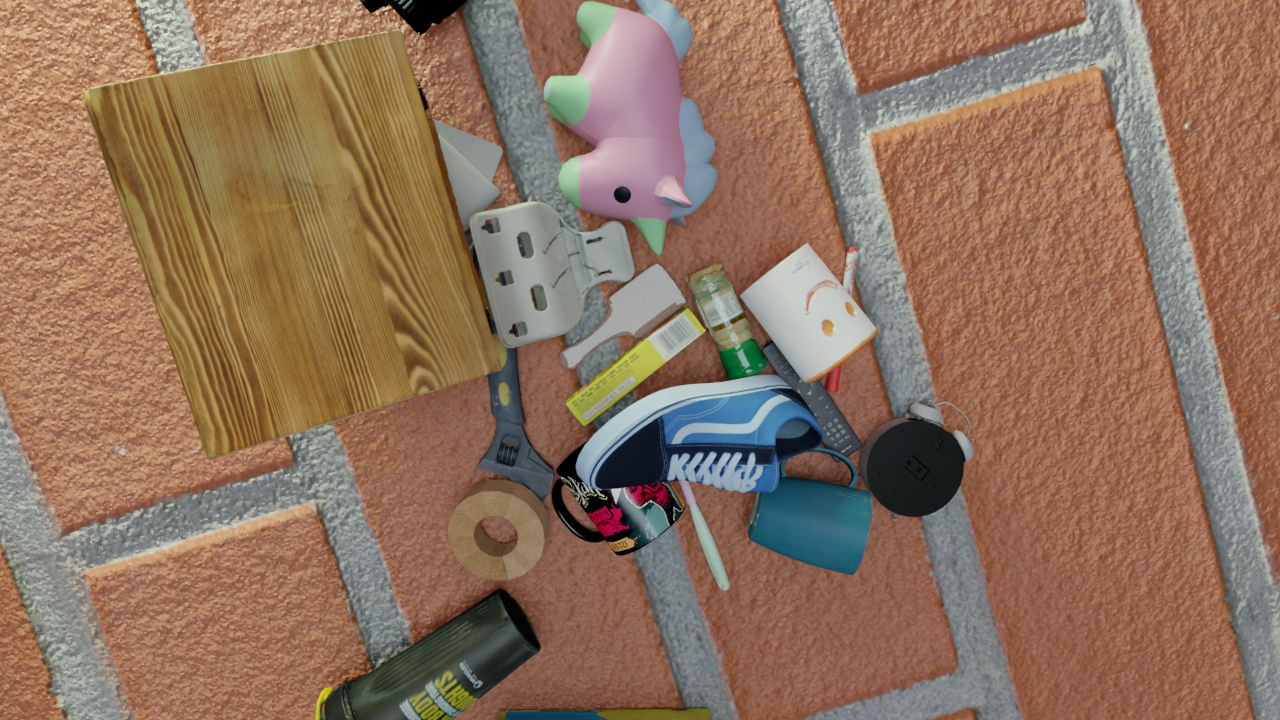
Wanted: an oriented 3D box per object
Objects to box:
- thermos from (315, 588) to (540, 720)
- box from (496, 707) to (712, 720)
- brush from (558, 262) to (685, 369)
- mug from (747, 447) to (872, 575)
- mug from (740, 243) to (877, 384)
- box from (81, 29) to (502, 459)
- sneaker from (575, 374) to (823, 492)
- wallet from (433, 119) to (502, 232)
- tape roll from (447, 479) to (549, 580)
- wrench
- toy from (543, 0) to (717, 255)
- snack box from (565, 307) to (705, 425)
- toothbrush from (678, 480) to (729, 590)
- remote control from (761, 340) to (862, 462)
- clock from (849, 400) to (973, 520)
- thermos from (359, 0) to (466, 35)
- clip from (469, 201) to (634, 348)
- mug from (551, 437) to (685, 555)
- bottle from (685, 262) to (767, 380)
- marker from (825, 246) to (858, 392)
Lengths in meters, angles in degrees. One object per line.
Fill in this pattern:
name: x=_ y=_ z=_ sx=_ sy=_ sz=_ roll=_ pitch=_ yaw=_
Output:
thermos: x=-0.206 y=0.310 z=0.876 sx=0.221 sy=0.098 sz=0.098 roll=-36 pitch=96 yaw=-2
box: x=-0.036 y=0.392 z=0.876 sx=0.221 sy=0.124 sz=0.079 roll=-1 pitch=93 yaw=-4
brush: x=-0.022 y=-0.037 z=0.886 sx=0.136 sy=0.015 sz=0.050 roll=-36 pitch=97 yaw=7
mug: x=0.163 y=0.138 z=0.880 sx=0.104 sy=0.084 sz=0.112 roll=13 pitch=82 yaw=5
mug: x=0.155 y=-0.043 z=0.851 sx=0.082 sy=0.082 sz=0.105 roll=-37 pitch=87 yaw=1
box: x=-0.263 y=-0.097 z=0.761 sx=0.251 sy=0.192 sz=0.279 roll=-17 pitch=96 yaw=-15
sneaker: x=0.066 y=0.077 z=0.804 sx=0.240 sy=0.098 sz=0.084 roll=-13 pitch=135 yaw=-32
wallet: x=-0.192 y=-0.177 z=0.851 sx=0.118 sy=0.037 sz=0.115 roll=42 pitch=93 yaw=-9
tape roll: x=-0.136 y=0.163 z=0.883 sx=0.094 sy=0.027 sz=0.094 roll=1 pitch=106 yaw=5
wrench: x=-0.130 y=0.019 z=0.881 sx=0.073 sy=0.022 sz=0.273 roll=-6 pitch=97 yaw=-1
toy: x=0.002 y=-0.222 z=0.823 sx=0.171 sy=0.120 sz=0.222 roll=24 pitch=90 yaw=0
snack box: x=-0.005 y=0.005 z=0.876 sx=0.148 sy=0.040 sz=0.029 roll=-38 pitch=95 yaw=1
toothbrush: x=0.057 y=0.157 z=0.907 sx=0.022 sy=0.015 sz=0.155 roll=-18 pitch=97 yaw=34
remote control: x=0.167 y=0.036 z=0.899 sx=0.032 sy=0.015 sz=0.136 roll=-34 pitch=94 yaw=1
clock: x=0.272 y=0.095 z=0.900 sx=0.094 sy=0.035 sz=0.122 roll=42 pitch=92 yaw=-6
thermos: x=-0.162 y=-0.370 z=0.806 sx=0.198 sy=0.086 sz=0.086 roll=-42 pitch=96 yaw=2
clip: x=-0.084 y=-0.088 z=0.860 sx=0.151 sy=0.101 sz=0.126 roll=-19 pitch=100 yaw=-32
mug: x=-0.032 y=0.128 z=0.875 sx=0.118 sy=0.081 sz=0.098 roll=-31 pitch=97 yaw=28
bottle: x=0.081 y=-0.037 z=0.875 sx=0.043 sy=0.043 sz=0.111 roll=-25 pitch=95 yaw=0
marker: x=0.197 y=-0.040 z=0.894 sx=0.013 sy=0.013 sz=0.142 roll=7 pitch=95 yaw=-3
